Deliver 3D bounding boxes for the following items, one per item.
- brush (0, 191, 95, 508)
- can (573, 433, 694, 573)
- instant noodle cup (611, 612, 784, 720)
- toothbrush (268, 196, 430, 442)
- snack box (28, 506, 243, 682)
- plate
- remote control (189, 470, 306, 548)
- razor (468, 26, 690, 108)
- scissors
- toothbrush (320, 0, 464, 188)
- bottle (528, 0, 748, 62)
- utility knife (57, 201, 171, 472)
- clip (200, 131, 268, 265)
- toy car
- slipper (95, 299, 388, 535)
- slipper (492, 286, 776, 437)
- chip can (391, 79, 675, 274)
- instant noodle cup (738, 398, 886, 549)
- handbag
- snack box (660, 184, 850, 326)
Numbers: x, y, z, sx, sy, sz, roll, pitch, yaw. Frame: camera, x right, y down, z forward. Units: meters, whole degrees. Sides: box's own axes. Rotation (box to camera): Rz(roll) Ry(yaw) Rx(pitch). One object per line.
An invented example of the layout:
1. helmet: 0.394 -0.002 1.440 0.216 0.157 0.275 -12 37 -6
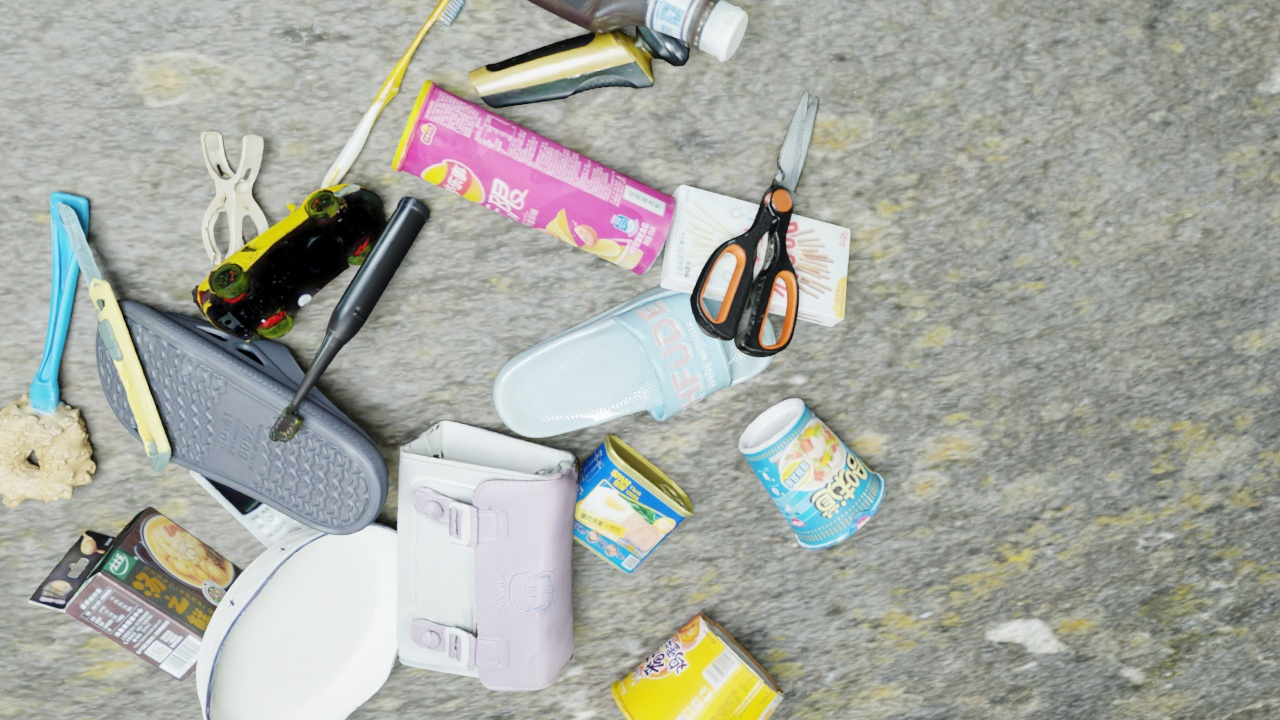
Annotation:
1. brush: -0.454 -0.003 0.707 0.083 0.046 0.255 13 101 -10
2. can: -0.018 0.129 0.816 0.102 0.057 0.083 40 99 -19
3. instant noodle cup: 0.058 0.312 0.855 0.138 0.138 0.109 44 86 -20
4. toothbrush: -0.215 -0.033 0.682 0.212 0.027 0.026 -67 151 -23
5. snack box: -0.393 0.181 0.733 0.053 0.113 0.125 -44 110 5
6. plate: -0.269 0.222 0.748 0.046 0.204 0.205 22 108 29
7. remote control: -0.310 0.126 0.780 0.058 0.021 0.150 -37 111 3
8. razor: -0.048 -0.230 0.698 0.167 0.062 0.068 -14 128 1
9. scissors: 0.118 -0.108 0.743 0.142 0.022 0.234 45 71 -14
10. toothbrush: -0.190 -0.201 0.699 0.018 0.016 0.191 31 99 -27
11. bottle: -0.017 -0.270 0.651 0.195 0.044 0.080 29 97 9
12. utility knife: -0.388 -0.017 0.681 0.031 0.021 0.210 -12 95 28
13. clip: -0.306 -0.120 0.688 0.072 0.034 0.100 13 109 24
14. toy car: -0.261 -0.077 0.695 0.155 0.041 0.071 -42 150 -11
15. slipper: -0.302 0.041 0.718 0.268 0.083 0.111 29 112 7
16. slipper: -0.005 0.004 0.769 0.245 0.074 0.104 -18 109 -3
17. chip can: -0.080 -0.137 0.710 0.210 0.071 0.071 23 102 -17
18. instant noodle cup: 0.148 0.095 0.821 0.099 0.099 0.110 -39 102 3
19. handbag: -0.127 0.166 0.766 0.145 0.098 0.197 8 108 11
20. snack box: 0.097 -0.086 0.762 0.156 0.027 0.084 12 73 -13
